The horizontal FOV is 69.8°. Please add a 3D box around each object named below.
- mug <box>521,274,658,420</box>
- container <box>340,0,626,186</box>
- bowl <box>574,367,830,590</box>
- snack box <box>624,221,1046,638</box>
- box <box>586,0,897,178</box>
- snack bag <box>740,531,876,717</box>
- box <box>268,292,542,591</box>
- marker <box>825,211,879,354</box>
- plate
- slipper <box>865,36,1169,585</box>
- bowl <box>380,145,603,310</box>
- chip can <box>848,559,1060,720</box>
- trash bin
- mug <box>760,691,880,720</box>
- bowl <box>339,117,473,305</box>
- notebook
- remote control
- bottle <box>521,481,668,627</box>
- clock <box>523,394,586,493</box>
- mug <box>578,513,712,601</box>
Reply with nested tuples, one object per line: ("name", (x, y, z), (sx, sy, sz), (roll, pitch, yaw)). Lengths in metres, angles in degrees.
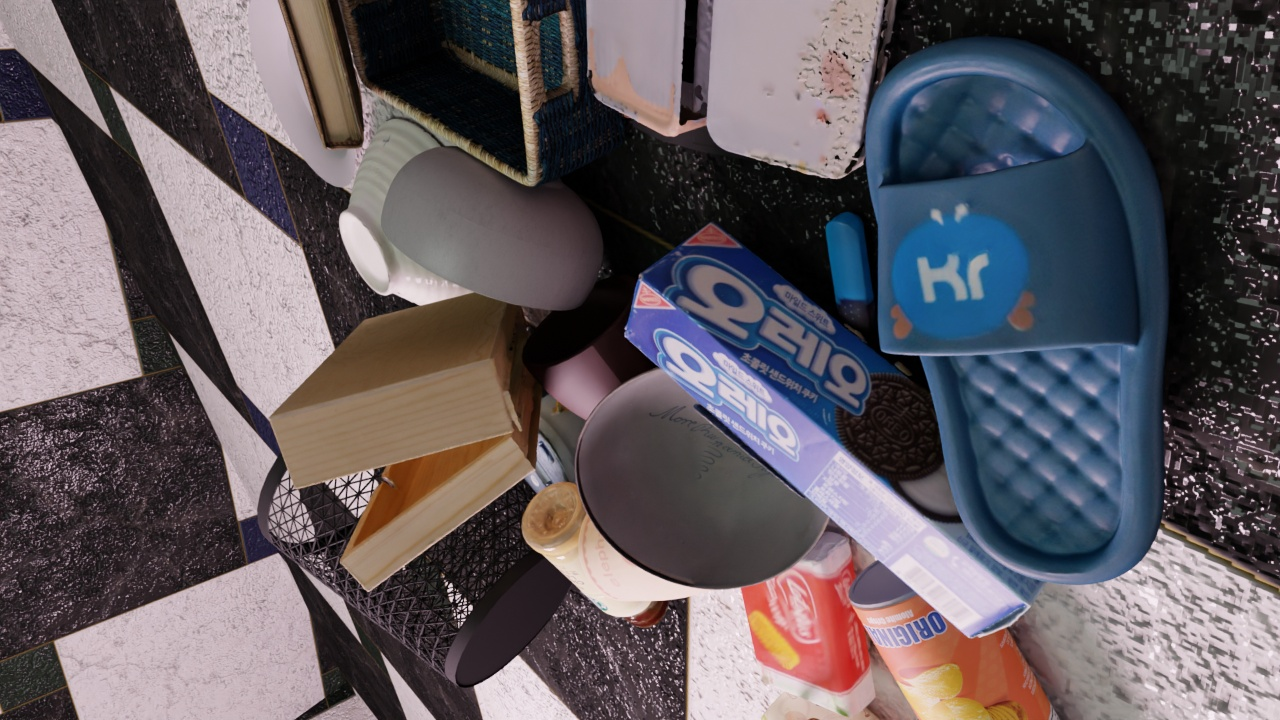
("mug", (-0.003, 0.003, 0.573), (0.114, 0.086, 0.088), (-19, 120, 32))
("container", (-0.093, -0.201, 0.506), (0.187, 0.071, 0.145), (35, 143, 34))
("bowl", (0.040, 0.058, 0.539), (0.151, 0.056, 0.151), (6, 115, 13))
("snack box", (0.093, 0.030, 0.438), (0.226, 0.059, 0.059), (41, 151, 15))
("box", (0.040, -0.188, 0.358), (0.154, 0.058, 0.217), (34, 138, 35))
("snack bag", (0.101, 0.158, 0.574), (0.077, 0.036, 0.116), (6, 115, 47))
("box", (-0.128, 0.034, 0.613), (0.248, 0.140, 0.123), (-110, 8, -74))
("marker", (0.107, -0.015, 0.445), (0.018, 0.015, 0.123), (15, 133, 42))
("plate", (-0.294, -0.240, 0.815), (0.173, 0.019, 0.173), (36, 144, 32))
("slipper", (0.138, -0.012, 0.338), (0.104, 0.059, 0.214), (-7, 103, 45))
("bowl", (-0.083, -0.089, 0.555), (0.132, 0.131, 0.064), (36, 112, 32))
("chip can", (0.187, 0.197, 0.474), (0.210, 0.062, 0.062), (59, 150, -3))
("trash bin", (-0.202, 0.170, 0.891), (0.243, 0.216, 0.217), (36, 144, 21))
("mug", (0.123, 0.255, 0.588), (0.097, 0.081, 0.122), (47, -173, 32))
("bowl", (-0.195, -0.101, 0.750), (0.177, 0.070, 0.178), (36, 144, 32))
("notebook", (-0.219, -0.225, 0.625), (0.215, 0.034, 0.190), (-121, 20, -54))
("remote control", (0.037, -0.120, 0.452), (0.125, 0.010, 0.039), (28, 139, 40))
("bottle", (-0.029, 0.159, 0.721), (0.056, 0.056, 0.162), (23, 158, 44))
("clock", (-0.071, 0.075, 0.750), (0.089, 0.051, 0.125), (53, 151, 5))
("mug", (0.020, 0.109, 0.633), (0.105, 0.085, 0.111), (-17, 74, 50))
